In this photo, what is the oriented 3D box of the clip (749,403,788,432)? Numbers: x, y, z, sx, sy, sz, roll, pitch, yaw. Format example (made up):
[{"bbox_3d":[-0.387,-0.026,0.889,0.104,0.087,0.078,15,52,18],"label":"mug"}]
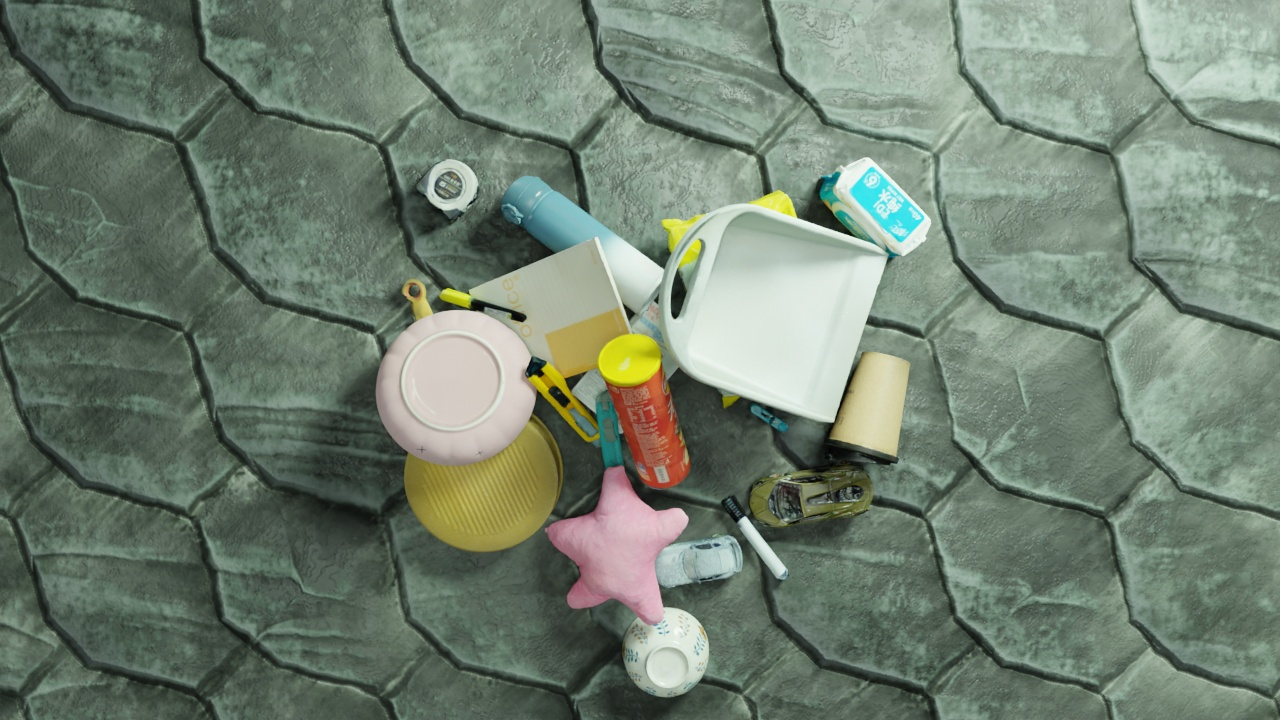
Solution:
[{"bbox_3d":[0.163,0.073,1.169,0.057,0.046,0.014,33,95,0],"label":"clip"}]

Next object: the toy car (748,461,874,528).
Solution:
[{"bbox_3d":[0.217,0.174,1.169,0.158,0.042,0.070,-10,94,2],"label":"toy car"}]

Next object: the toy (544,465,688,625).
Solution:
[{"bbox_3d":[-0.037,0.226,1.148,0.179,0.074,0.195,13,98,13],"label":"toy"}]

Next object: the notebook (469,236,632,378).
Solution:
[{"bbox_3d":[-0.108,-0.048,1.104,0.207,0.010,0.146,-17,96,33],"label":"notebook"}]

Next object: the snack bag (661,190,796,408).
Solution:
[{"bbox_3d":[0.137,-0.079,1.133,0.158,0.068,0.246,-18,94,-1],"label":"snack bag"}]

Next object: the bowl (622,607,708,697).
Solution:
[{"bbox_3d":[0.034,0.379,1.169,0.113,0.062,0.113,0,93,-3],"label":"bowl"}]

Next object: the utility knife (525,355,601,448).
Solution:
[{"bbox_3d":[-0.085,0.056,1.125,0.033,0.015,0.173,-39,125,-1],"label":"utility knife"}]

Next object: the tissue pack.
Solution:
[{"bbox_3d":[0.282,-0.183,1.118,0.140,0.090,0.063,44,91,-4],"label":"tissue pack"}]

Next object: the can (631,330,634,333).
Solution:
[{"bbox_3d":[-0.063,-0.051,1.119,0.058,0.058,0.147,-43,79,2],"label":"can"}]

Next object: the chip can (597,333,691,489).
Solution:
[{"bbox_3d":[0.009,0.066,1.077,0.073,0.073,0.217,-18,136,0],"label":"chip can"}]

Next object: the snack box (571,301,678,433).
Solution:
[{"bbox_3d":[-0.007,0.007,1.157,0.084,0.027,0.157,40,92,-3],"label":"snack box"}]

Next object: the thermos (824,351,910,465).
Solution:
[{"bbox_3d":[0.287,0.065,1.141,0.093,0.093,0.143,16,86,-3],"label":"thermos"}]

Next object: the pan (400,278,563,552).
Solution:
[{"bbox_3d":[-0.225,0.068,1.147,0.198,0.078,0.357,-21,101,3],"label":"pan"}]

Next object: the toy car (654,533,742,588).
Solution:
[{"bbox_3d":[0.070,0.258,1.174,0.120,0.036,0.054,-10,95,2],"label":"toy car"}]

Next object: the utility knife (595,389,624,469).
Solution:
[{"bbox_3d":[-0.035,0.109,1.152,0.029,0.013,0.160,-2,111,15],"label":"utility knife"}]

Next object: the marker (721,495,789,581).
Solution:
[{"bbox_3d":[0.149,0.229,1.181,0.023,0.018,0.130,-36,94,20],"label":"marker"}]

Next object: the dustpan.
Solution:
[{"bbox_3d":[0.145,-0.058,1.033,0.258,0.142,0.223,17,94,-2],"label":"dustpan"}]

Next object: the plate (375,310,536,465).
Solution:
[{"bbox_3d":[-0.220,0.027,1.090,0.192,0.039,0.192,1,76,-3],"label":"plate"}]

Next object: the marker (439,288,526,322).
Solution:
[{"bbox_3d":[-0.193,-0.068,1.130,0.124,0.018,0.015,16,59,21],"label":"marker"}]

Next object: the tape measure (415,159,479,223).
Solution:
[{"bbox_3d":[-0.233,-0.213,1.132,0.066,0.033,0.066,-44,96,4],"label":"tape measure"}]

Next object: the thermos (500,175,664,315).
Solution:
[{"bbox_3d":[-0.070,-0.142,1.114,0.220,0.070,0.070,36,92,4],"label":"thermos"}]
